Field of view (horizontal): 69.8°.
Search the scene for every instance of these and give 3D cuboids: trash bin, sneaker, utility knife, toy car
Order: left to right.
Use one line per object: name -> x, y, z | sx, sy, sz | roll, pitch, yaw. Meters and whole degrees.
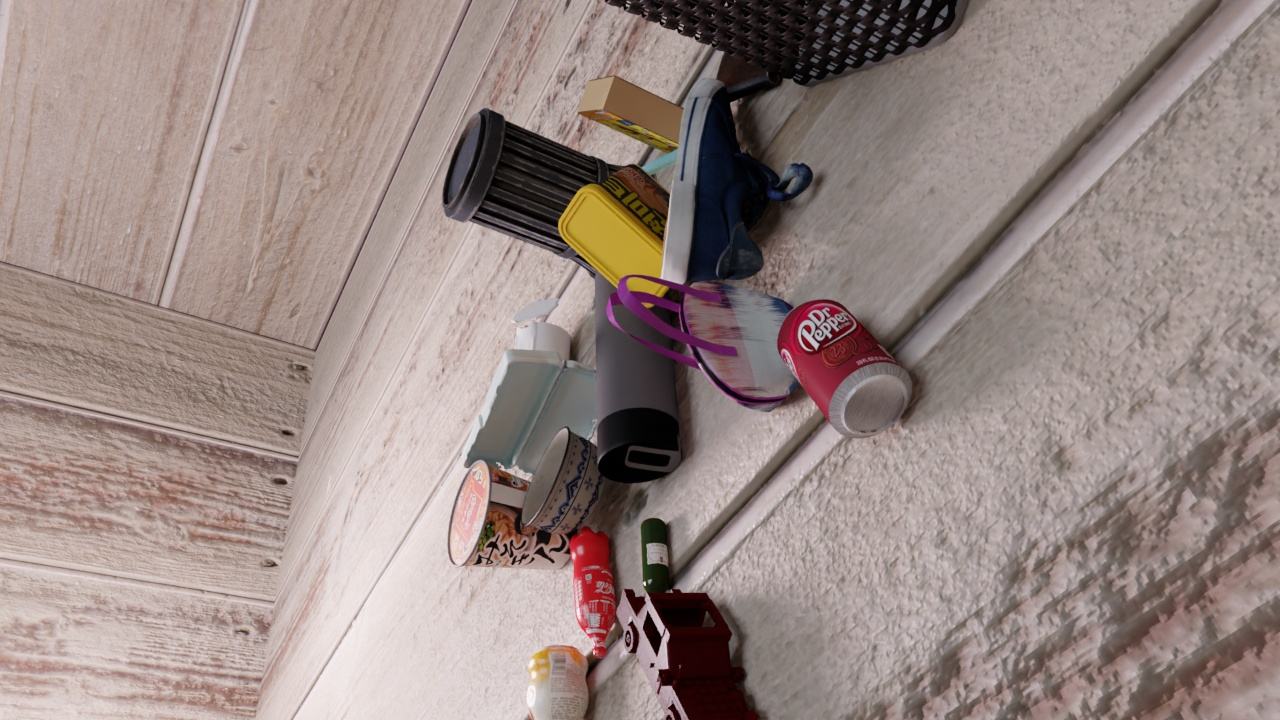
trash bin -> -0.119, -0.209, 1.152 | 0.165, 0.227, 0.164 | -42, 38, 46
utility knife -> 0.011, -0.215, 1.024 | 0.168, 0.015, 0.022 | -28, 37, -9
toy car -> 0.036, 0.236, 0.740 | 0.170, 0.070, 0.062 | -130, 50, -60
sneaker -> 0.094, -0.183, 0.904 | 0.121, 0.127, 0.293 | 96, -179, -46

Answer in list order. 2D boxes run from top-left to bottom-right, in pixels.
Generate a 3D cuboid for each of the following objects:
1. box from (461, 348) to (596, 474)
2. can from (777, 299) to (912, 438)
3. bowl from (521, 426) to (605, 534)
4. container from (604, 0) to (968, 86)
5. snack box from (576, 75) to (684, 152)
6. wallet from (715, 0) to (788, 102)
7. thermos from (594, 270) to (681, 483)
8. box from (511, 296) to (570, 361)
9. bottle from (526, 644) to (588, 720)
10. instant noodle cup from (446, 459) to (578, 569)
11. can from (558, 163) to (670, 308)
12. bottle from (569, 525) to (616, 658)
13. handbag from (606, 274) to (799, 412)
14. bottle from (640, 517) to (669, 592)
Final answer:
box -> -0.119, 0.067, 1.053 | 0.043, 0.136, 0.198 | -96, 26, -43
can -> 0.148, 0.003, 0.679 | 0.063, 0.063, 0.114 | -61, 28, 21
bowl -> -0.077, 0.136, 0.991 | 0.116, 0.059, 0.115 | -58, 16, 26
container -> 0.128, -0.396, 0.766 | 0.246, 0.243, 0.247 | 11, 84, 64
snack box -> 0.001, -0.288, 1.082 | 0.088, 0.125, 0.040 | 28, 99, 64
wallet -> 0.126, -0.342, 0.986 | 0.099, 0.031, 0.120 | 4, 76, 60
thermos -> -0.006, 0.006, 0.958 | 0.082, 0.082, 0.240 | -46, 36, 43
box -> -0.134, -0.019, 1.224 | 0.081, 0.092, 0.160 | -22, 50, 34
bottle -> -0.083, 0.345, 0.920 | 0.063, 0.063, 0.108 | -44, 38, 45
instant noodle cup -> -0.145, 0.190, 1.069 | 0.124, 0.121, 0.123 | -42, 38, 46
can -> -0.002, -0.133, 0.955 | 0.073, 0.131, 0.100 | -49, -3, 39
bottle -> -0.048, 0.236, 0.940 | 0.042, 0.042, 0.141 | -52, 32, 35
handbag -> 0.051, -0.026, 0.765 | 0.068, 0.169, 0.144 | -53, 31, 34
bottle -> 0.014, 0.199, 0.861 | 0.025, 0.025, 0.105 | -46, 36, 43
